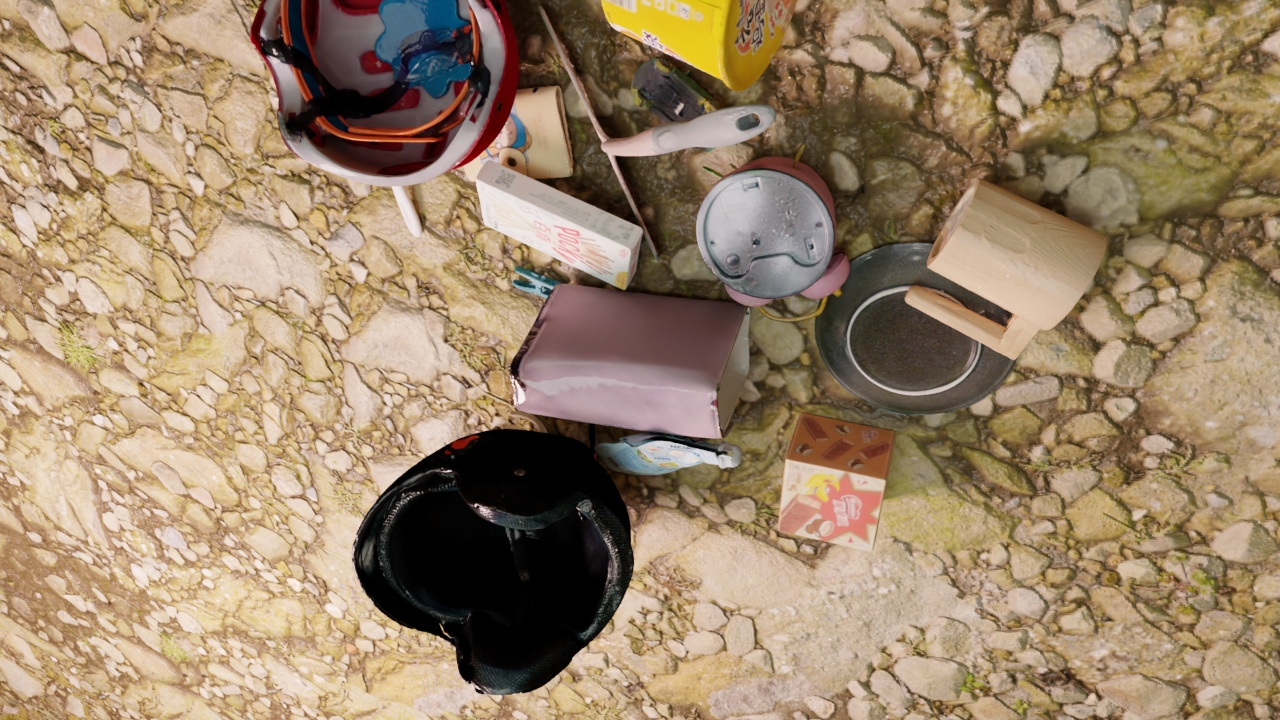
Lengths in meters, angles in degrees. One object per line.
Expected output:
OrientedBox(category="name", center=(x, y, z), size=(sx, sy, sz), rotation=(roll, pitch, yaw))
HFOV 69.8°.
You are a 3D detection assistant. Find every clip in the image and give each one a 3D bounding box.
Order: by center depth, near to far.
OrientedBox(category="clip", center=(-0.104, -0.077, 0.928), size=(0.056, 0.014, 0.043), rotation=(24, 128, 9))
OrientedBox(category="clip", center=(-0.113, 0.085, 1.028), size=(0.103, 0.034, 0.093), rotation=(-2, 122, 19))

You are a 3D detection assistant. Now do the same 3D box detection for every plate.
OrientedBox(category="plate", center=(0.242, -0.020, 0.813), size=(0.179, 0.024, 0.180), rotation=(11, 125, 16))

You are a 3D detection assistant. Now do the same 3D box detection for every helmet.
OrientedBox(category="helmet", center=(-0.197, -0.267, 0.761), size=(0.207, 0.143, 0.240), rotation=(-6, 100, 15))
OrientedBox(category="helmet", center=(-0.142, 0.183, 0.942), size=(0.275, 0.229, 0.234), rotation=(5, 111, 2))

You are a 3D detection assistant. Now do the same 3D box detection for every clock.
OrientedBox(category="clock", center=(0.117, -0.101, 0.790), size=(0.117, 0.059, 0.158), rotation=(-7, 117, 25))

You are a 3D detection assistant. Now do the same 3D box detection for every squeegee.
OrientedBox(category="squeegee", center=(0.015, -0.174, 0.711), size=(0.250, 0.040, 0.248), rotation=(14, 135, 58))

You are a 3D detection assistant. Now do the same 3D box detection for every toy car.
OrientedBox(category="toy car", center=(0.035, -0.214, 0.761), size=(0.091, 0.036, 0.043), rotation=(38, 129, -5))

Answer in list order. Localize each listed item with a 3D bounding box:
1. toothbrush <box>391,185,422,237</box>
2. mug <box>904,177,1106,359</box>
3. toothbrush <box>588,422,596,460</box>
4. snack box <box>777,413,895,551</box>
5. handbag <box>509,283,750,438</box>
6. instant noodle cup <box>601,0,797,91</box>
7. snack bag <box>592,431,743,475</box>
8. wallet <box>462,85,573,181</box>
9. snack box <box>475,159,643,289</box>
OrientedBox(category="toothbrush", center=(-0.244, -0.195, 0.891), size=(0.016, 0.016, 0.180), rotation=(6, 135, 20))
OrientedBox(category="mug", center=(0.283, -0.070, 0.726), size=(0.103, 0.084, 0.125), rotation=(28, 132, 5))
OrientedBox(category="toothbrush", center=(-0.052, 0.061, 0.998), size=(0.018, 0.014, 0.189), rotation=(4, 124, 10))
OrientedBox(category="snack box", center=(0.190, 0.118, 0.892), size=(0.094, 0.076, 0.093), rotation=(11, 125, 16))
OrientedBox(category="handbag", center=(-0.005, 0.005, 0.853), size=(0.197, 0.144, 0.099), rotation=(7, 121, 16))
OrientedBox(category="instant noodle cup", center=(0.044, -0.277, 0.660), size=(0.110, 0.137, 0.138), rotation=(25, 129, 20))
OrientedBox(category="snack bag", center=(0.022, 0.090, 0.897), size=(0.110, 0.038, 0.191), rotation=(18, 166, -13))
OrientedBox(category="wallet", center=(-0.119, -0.205, 0.843), size=(0.115, 0.024, 0.087), rotation=(2, 117, 20))
OrientedBox(category="snack box", center=(-0.076, -0.125, 0.852), size=(0.157, 0.026, 0.085), rotation=(26, 160, 6))
